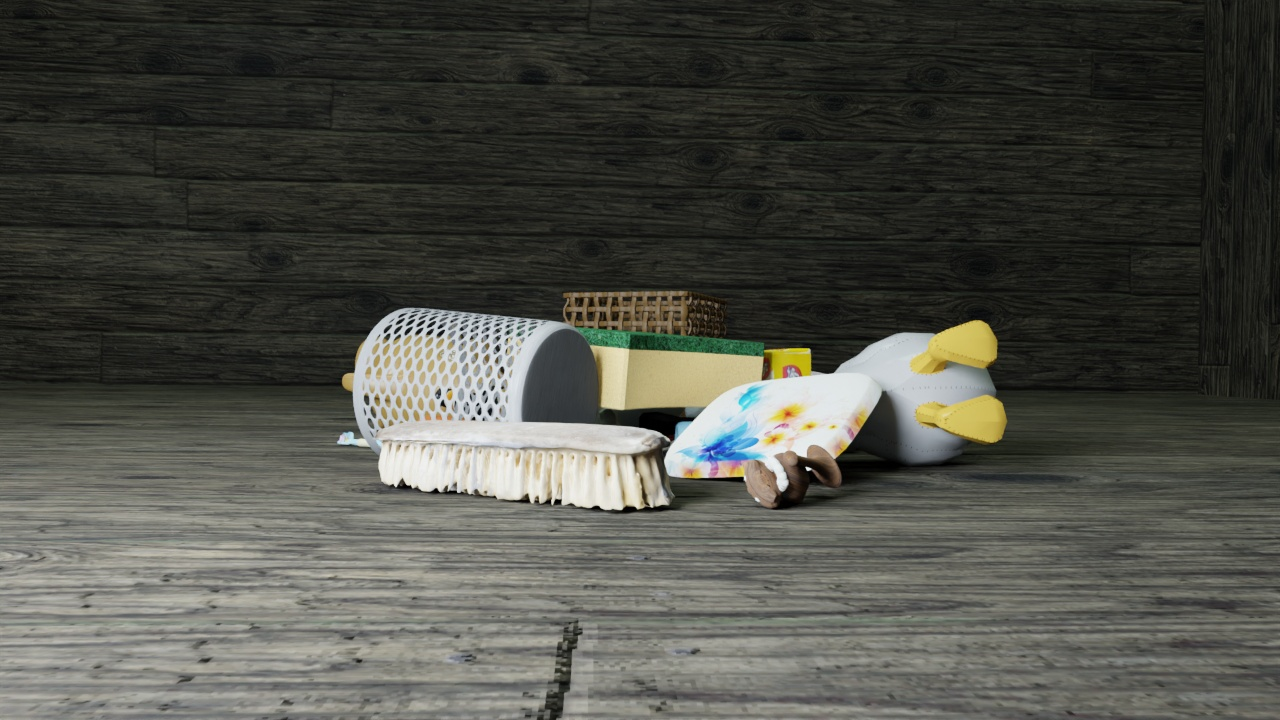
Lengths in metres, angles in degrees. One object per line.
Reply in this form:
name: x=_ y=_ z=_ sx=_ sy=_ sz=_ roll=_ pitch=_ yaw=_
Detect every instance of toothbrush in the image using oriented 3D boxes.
toothbrush: x=-0.302 y=0.095 z=1.059 sx=0.155 sy=0.016 sz=0.022 roll=0 pitch=32 yaw=41

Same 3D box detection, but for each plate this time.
plate: x=0.124 y=0.056 z=0.876 sx=0.187 sy=0.016 sz=0.186 roll=-7 pitch=21 yaw=35

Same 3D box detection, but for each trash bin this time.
trash bin: x=-0.151 y=0.031 z=0.880 sx=0.184 sy=0.156 sz=0.156 roll=4 pitch=2 yaw=27

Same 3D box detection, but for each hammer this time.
hammer: x=0.113 y=0.089 z=1.173 sx=0.131 sy=0.039 sz=0.329 roll=-1 pitch=1 yaw=-38

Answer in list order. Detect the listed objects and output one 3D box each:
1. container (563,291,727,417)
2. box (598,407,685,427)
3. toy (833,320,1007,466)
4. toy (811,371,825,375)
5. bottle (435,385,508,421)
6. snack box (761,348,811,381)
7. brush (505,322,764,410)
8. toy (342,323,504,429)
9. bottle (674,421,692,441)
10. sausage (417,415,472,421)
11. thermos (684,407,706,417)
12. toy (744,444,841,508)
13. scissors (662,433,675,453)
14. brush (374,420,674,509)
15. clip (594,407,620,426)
container: x=0.013 y=-0.004 z=1.598 sx=0.220 sy=0.214 sz=0.251 roll=1 pitch=0 yaw=21
box: x=-0.050 y=0.081 z=1.352 sx=0.209 sy=0.061 sz=0.193 roll=1 pitch=-22 yaw=-18
toy: x=0.293 y=0.046 z=0.994 sx=0.246 sy=0.140 sz=0.268 roll=-1 pitch=-12 yaw=-6
toy: x=0.280 y=0.058 z=1.199 sx=0.159 sy=0.084 sz=0.194 roll=27 pitch=8 yaw=0
bottle: x=-0.161 y=0.060 z=1.055 sx=0.182 sy=0.059 sz=0.059 roll=13 pitch=6 yaw=28
snack box: x=0.153 y=0.028 z=1.126 sx=0.061 sy=0.083 sz=0.106 roll=-2 pitch=0 yaw=-32
brush: x=-0.006 y=0.006 z=1.035 sx=0.249 sy=0.075 sz=0.195 roll=2 pitch=3 yaw=-44
toy: x=-0.253 y=0.032 z=1.180 sx=0.204 sy=0.162 sz=0.198 roll=14 pitch=7 yaw=31
bottle: x=0.104 y=0.087 z=1.007 sx=0.130 sy=0.040 sz=0.040 roll=1 pitch=0 yaw=-5
sausage: x=-0.209 y=0.084 z=1.036 sx=0.044 sy=0.039 sz=0.164 roll=-12 pitch=8 yaw=-35
thermos: x=0.180 y=0.074 z=1.376 sx=0.231 sy=0.068 sz=0.067 roll=1 pitch=1 yaw=35
toy: x=0.114 y=0.088 z=0.700 sx=0.055 sy=0.041 sz=0.101 roll=-39 pitch=-23 yaw=15
scissors: x=0.115 y=0.068 z=1.057 sx=0.187 sy=0.015 sz=0.147 roll=-24 pitch=10 yaw=-27
brush: x=-0.098 y=0.078 z=0.728 sx=0.272 sy=0.056 sz=0.083 roll=0 pitch=3 yaw=29
clip: x=-0.097 y=0.064 z=1.163 sx=0.125 sy=0.074 sz=0.144 roll=-3 pitch=-33 yaw=40
